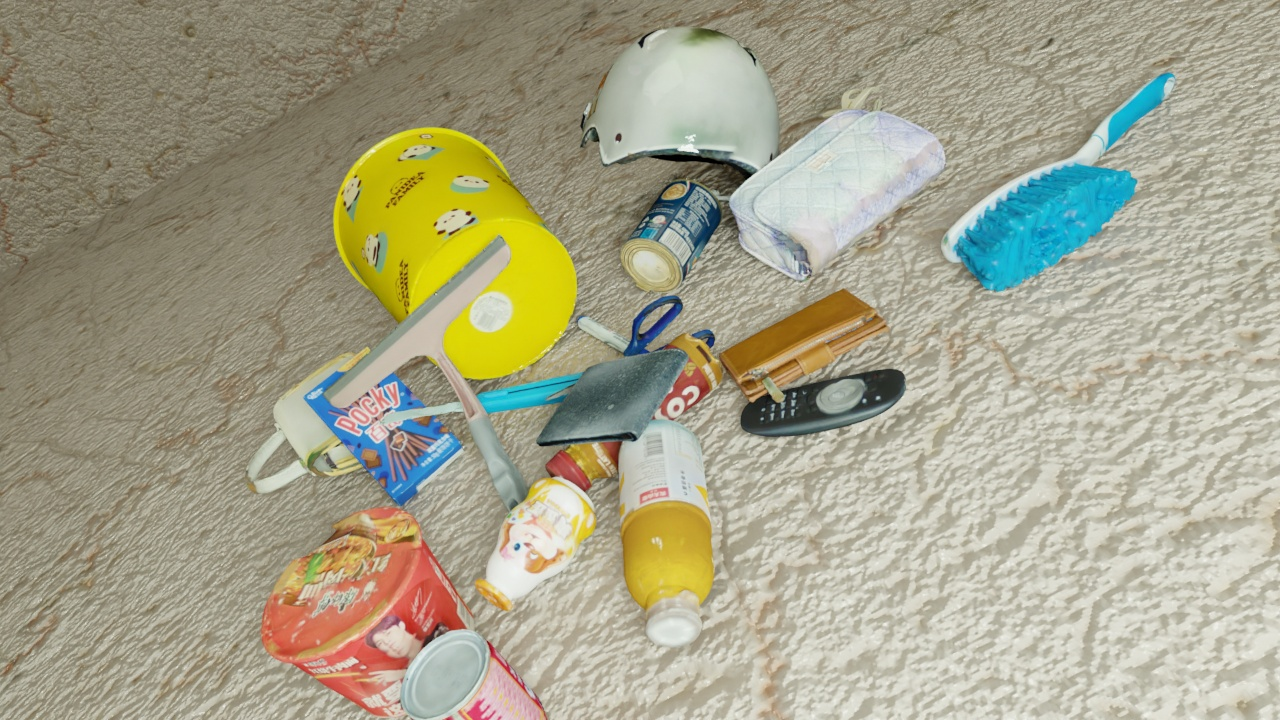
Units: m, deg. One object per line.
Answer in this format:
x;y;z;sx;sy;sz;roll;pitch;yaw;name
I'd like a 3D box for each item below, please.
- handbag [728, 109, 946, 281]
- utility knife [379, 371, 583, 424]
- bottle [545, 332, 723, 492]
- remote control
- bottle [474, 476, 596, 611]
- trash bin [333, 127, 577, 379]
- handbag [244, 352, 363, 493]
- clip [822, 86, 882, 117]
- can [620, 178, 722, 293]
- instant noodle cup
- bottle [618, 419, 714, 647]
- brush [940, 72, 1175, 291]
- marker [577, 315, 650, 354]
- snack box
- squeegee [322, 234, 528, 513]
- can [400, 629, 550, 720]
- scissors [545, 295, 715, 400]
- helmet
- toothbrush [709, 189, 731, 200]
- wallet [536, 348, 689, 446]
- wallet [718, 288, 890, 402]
0.191;-0.172;0.925;0.193;0.075;0.134;-40;47;-12;handbag
-0.142;0.040;0.907;0.238;0.018;0.034;-10;36;4;utility knife
-0.006;0.050;0.805;0.174;0.057;0.057;-41;35;-16;bottle
0.146;0.038;0.735;0.137;0.024;0.053;-14;30;25;remote control
-0.085;0.147;0.733;0.063;0.063;0.108;9;50;44;bottle
-0.204;-0.117;1.040;0.229;0.230;0.255;-35;40;-8;trash bin
-0.356;0.081;1.015;0.178;0.063;0.163;-36;35;-19;handbag
0.246;-0.289;1.074;0.035;0.071;0.099;8;45;43;clip
0.034;-0.135;1.001;0.075;0.075;0.110;1;44;37;can
-0.200;0.200;0.707;0.138;0.108;0.137;-20;34;14;instant noodle cup
0.019;0.123;0.681;0.068;0.068;0.189;-21;35;13;bottle
0.390;-0.167;0.802;0.314;0.060;0.109;-32;30;-8;brush
-0.026;-0.021;0.950;0.016;0.017;0.146;-40;35;-15;marker
-0.262;0.064;0.933;0.084;0.026;0.157;-42;69;-17;snack box
-0.159;0.053;0.864;0.248;0.040;0.249;-39;64;11;squeegee
-0.106;0.232;0.609;0.067;0.094;0.066;-20;34;14;can
-0.007;-0.003;0.849;0.162;0.165;0.012;-10;52;-19;scissors
0.052;-0.292;1.034;0.230;0.157;0.273;8;17;-6;helmet
0.135;-0.186;1.047;0.180;0.016;0.016;13;46;47;toothbrush
-0.025;0.033;0.768;0.121;0.019;0.097;-10;34;43;wallet
0.136;-0.015;0.785;0.131;0.035;0.119;-27;19;2;wallet
